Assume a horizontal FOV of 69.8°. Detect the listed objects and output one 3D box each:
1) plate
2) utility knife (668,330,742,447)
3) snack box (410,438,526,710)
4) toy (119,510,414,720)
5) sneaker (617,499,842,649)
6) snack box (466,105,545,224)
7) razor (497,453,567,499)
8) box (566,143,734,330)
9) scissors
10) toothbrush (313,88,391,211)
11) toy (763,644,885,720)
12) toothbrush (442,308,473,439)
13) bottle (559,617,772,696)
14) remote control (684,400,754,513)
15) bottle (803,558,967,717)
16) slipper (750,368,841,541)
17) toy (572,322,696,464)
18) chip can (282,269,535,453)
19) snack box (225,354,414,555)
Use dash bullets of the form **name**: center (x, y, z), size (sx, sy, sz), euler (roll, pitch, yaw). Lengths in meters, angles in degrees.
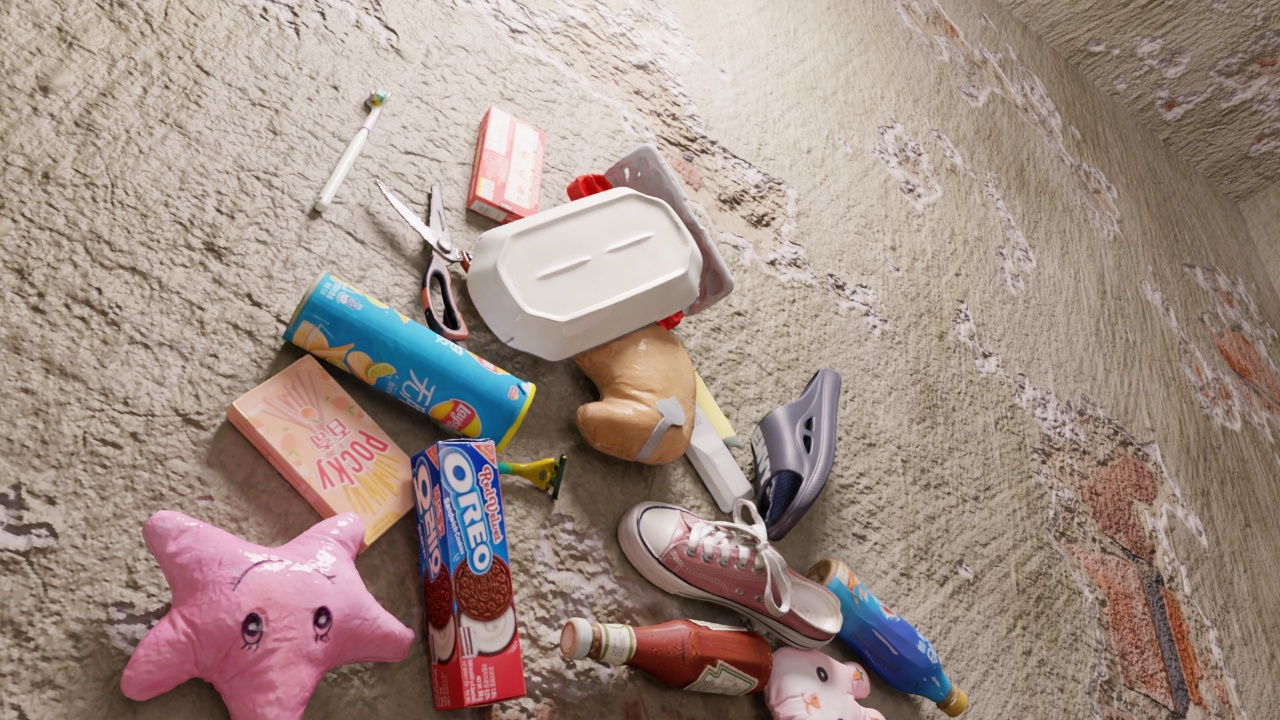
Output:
- **plate**: center (-0.047, -0.101, 0.943), size (0.265, 0.034, 0.162), euler (-23, 75, -29)
- **utility knife**: center (0.064, 0.025, 1.052), size (0.030, 0.019, 0.178), euler (-11, 69, -47)
- **snack box**: center (-0.140, 0.168, 0.734), size (0.057, 0.058, 0.207), euler (3, 69, -37)
- **toy**: center (-0.250, 0.188, 0.640), size (0.194, 0.075, 0.178), euler (10, 55, -35)
- **sneaker**: center (0.097, 0.195, 0.887), size (0.241, 0.088, 0.118), euler (29, 43, -2)
- **snack box**: center (-0.151, -0.220, 1.049), size (0.075, 0.026, 0.152), euler (22, 49, -27)
- **razor**: center (-0.126, 0.100, 0.830), size (0.132, 0.028, 0.043), euler (9, 99, -39)
- **box**: center (0.012, -0.138, 1.037), size (0.201, 0.100, 0.094), euler (60, 26, -1)
- **scissors**: center (-0.191, -0.096, 0.922), size (0.225, 0.015, 0.188), euler (40, 34, -12)
- **toothbrush**: center (-0.295, -0.217, 0.938), size (0.020, 0.029, 0.189), euler (67, 26, -46)
- **toy**: center (0.186, 0.337, 0.902), size (0.159, 0.054, 0.121), euler (12, 46, -41)
- **toothbrush**: center (-0.168, 0.034, 0.867), size (0.014, 0.017, 0.188), euler (0, 64, -35)
- **bottle**: center (0.025, 0.261, 0.823), size (0.206, 0.060, 0.059), euler (18, 51, -28)
- **remote control**: center (0.077, 0.104, 1.002), size (0.048, 0.024, 0.125), euler (-23, 76, -46)
- **bottle**: center (0.262, 0.302, 0.978), size (0.218, 0.065, 0.065), euler (43, 43, -7)
- **slipper**: center (0.163, 0.093, 1.033), size (0.083, 0.111, 0.267), euler (27, 39, 0)
- **toy**: center (-0.006, 0.006, 0.964), size (0.143, 0.083, 0.225), euler (16, 50, -31)
- **chip can**: center (-0.200, 0.003, 0.807), size (0.210, 0.071, 0.071), euler (30, 46, -14)
- **snack box**: center (-0.253, 0.075, 0.755), size (0.157, 0.026, 0.084), euler (46, 43, -2)
